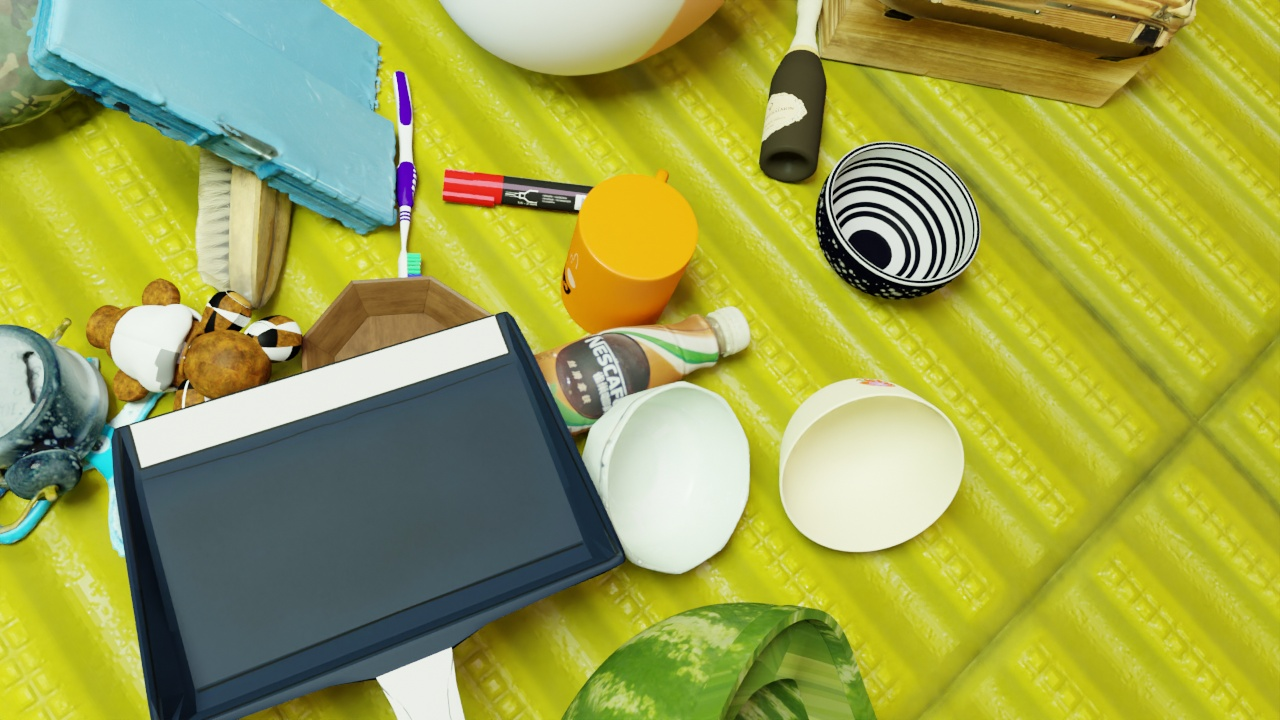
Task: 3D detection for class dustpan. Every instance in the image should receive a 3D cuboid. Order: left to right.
[{"bbox_3d":[-0.130,0.117,0.478,0.236,0.080,0.273,-18,79,-17],"label":"dustpan"}]

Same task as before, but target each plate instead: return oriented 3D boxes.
[{"bbox_3d":[-0.154,0.006,0.601,0.131,0.025,0.131,4,68,-11],"label":"plate"}]

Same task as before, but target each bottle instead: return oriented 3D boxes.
[{"bbox_3d":[-0.004,0.004,0.616,0.167,0.059,0.059,-20,74,-19],"label":"bottle"},{"bbox_3d":[0.130,-0.233,0.749,0.045,0.045,0.184,14,66,-7],"label":"bottle"}]

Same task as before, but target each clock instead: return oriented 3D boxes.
[{"bbox_3d":[-0.360,0.039,0.521,0.090,0.052,0.129,-6,68,-1],"label":"clock"}]

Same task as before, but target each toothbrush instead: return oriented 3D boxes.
[{"bbox_3d":[-0.168,-0.131,0.660,0.016,0.015,0.186,0,68,-18],"label":"toothbrush"}]

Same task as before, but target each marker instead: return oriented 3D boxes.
[{"bbox_3d":[-0.071,-0.120,0.673,0.145,0.021,0.023,5,75,-10],"label":"marker"}]

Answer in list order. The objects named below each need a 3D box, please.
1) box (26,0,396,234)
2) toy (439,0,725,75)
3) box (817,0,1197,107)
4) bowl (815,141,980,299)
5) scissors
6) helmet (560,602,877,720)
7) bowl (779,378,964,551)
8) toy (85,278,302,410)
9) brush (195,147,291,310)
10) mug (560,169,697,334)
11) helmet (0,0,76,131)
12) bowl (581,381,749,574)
[{"bbox_3d":[-0.250,-0.198,0.579,0.034,0.231,0.174,-21,65,28],"label":"box"},{"bbox_3d":[-0.029,-0.343,0.643,0.280,0.267,0.262,-15,74,-34],"label":"toy"},{"bbox_3d":[0.308,-0.370,0.754,0.279,0.221,0.258,7,69,-11],"label":"box"},{"bbox_3d":[0.184,-0.096,0.693,0.120,0.066,0.120,4,67,-11],"label":"bowl"},{"bbox_3d":[-0.336,0.059,0.549,0.127,0.012,0.137,-14,71,-13],"label":"scissors"},{"bbox_3d":[0.048,0.253,0.433,0.213,0.243,0.247,18,22,-47],"label":"helmet"},{"bbox_3d":[0.144,0.058,0.613,0.118,0.118,0.074,9,25,-9],"label":"bowl"},{"bbox_3d":[-0.274,-0.005,0.556,0.113,0.067,0.087,16,86,11],"label":"toy"},{"bbox_3d":[-0.263,-0.123,0.612,0.043,0.059,0.195,-4,72,0],"label":"brush"},{"bbox_3d":[-0.004,-0.082,0.630,0.077,0.096,0.112,25,65,-2],"label":"mug"},{"bbox_3d":[-0.424,-0.267,0.557,0.224,0.193,0.236,45,78,-22],"label":"helmet"},{"bbox_3d":[0.007,0.071,0.580,0.117,0.061,0.117,-2,94,-38],"label":"bowl"}]
